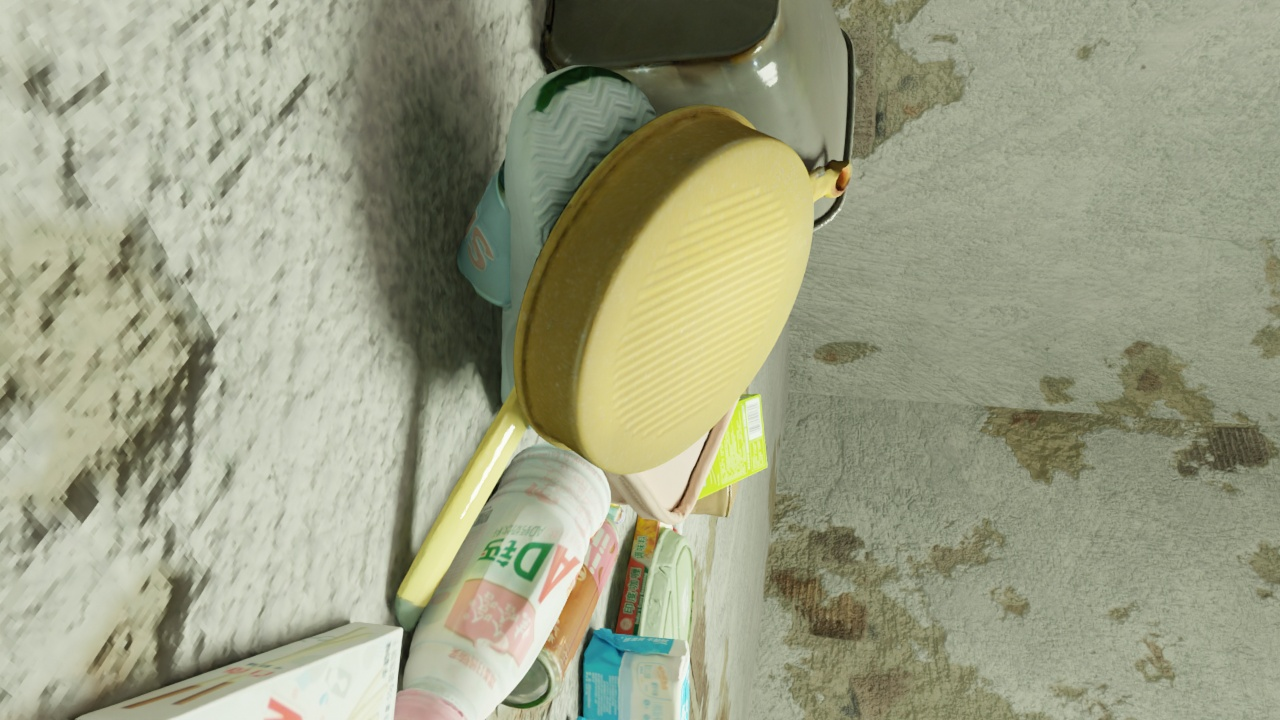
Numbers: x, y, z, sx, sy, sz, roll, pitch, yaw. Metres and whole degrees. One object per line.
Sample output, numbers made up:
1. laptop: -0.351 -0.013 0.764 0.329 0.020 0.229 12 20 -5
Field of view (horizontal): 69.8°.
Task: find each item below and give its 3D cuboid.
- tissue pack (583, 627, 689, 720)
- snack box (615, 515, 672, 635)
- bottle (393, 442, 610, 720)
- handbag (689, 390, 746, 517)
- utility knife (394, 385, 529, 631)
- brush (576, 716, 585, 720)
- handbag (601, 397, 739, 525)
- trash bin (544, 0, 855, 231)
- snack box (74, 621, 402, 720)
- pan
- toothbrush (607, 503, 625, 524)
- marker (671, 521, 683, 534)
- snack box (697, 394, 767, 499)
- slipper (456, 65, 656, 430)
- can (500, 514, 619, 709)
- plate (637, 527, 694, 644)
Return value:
1. tissue pack: -0.003 0.306 0.804 0.063 0.090 0.140 -42 133 -71
2. snack box: 0.006 0.228 0.965 0.077 0.027 0.155 75 22 -54
3. bottle: -0.076 0.125 0.493 0.196 0.068 0.068 -61 152 -53
4. handbag: 0.075 0.082 1.083 0.148 0.100 0.204 73 24 -75
5. utility knife: -0.075 0.054 0.457 0.176 0.019 0.031 -57 157 -9
6. brush: -0.067 0.393 0.678 0.083 0.046 0.254 74 19 -46
7. handbag: -0.004 0.004 0.708 0.193 0.093 0.234 -67 150 -18
8. trash bin: 0.045 -0.220 0.674 0.219 0.199 0.198 40 54 -66
9. snack box: -0.133 0.148 0.323 0.156 0.027 0.084 27 68 -77
10. pan: 0.059 -0.065 0.541 0.356 0.078 0.198 -26 138 -42
11. toothbrush: 0.006 0.056 0.828 0.029 0.020 0.189 32 74 -41
12. marker: 0.052 0.182 1.178 0.017 0.017 0.145 75 23 -55
13. snack box: 0.081 0.089 0.960 0.156 0.026 0.086 -14 100 -52
14. slipper: -0.050 -0.056 0.504 0.103 0.074 0.246 -42 158 -36
15. can: -0.057 0.152 0.589 0.147 0.058 0.058 -59 150 -63
16. plate: 0.027 0.290 0.949 0.230 0.027 0.230 6 89 -79
